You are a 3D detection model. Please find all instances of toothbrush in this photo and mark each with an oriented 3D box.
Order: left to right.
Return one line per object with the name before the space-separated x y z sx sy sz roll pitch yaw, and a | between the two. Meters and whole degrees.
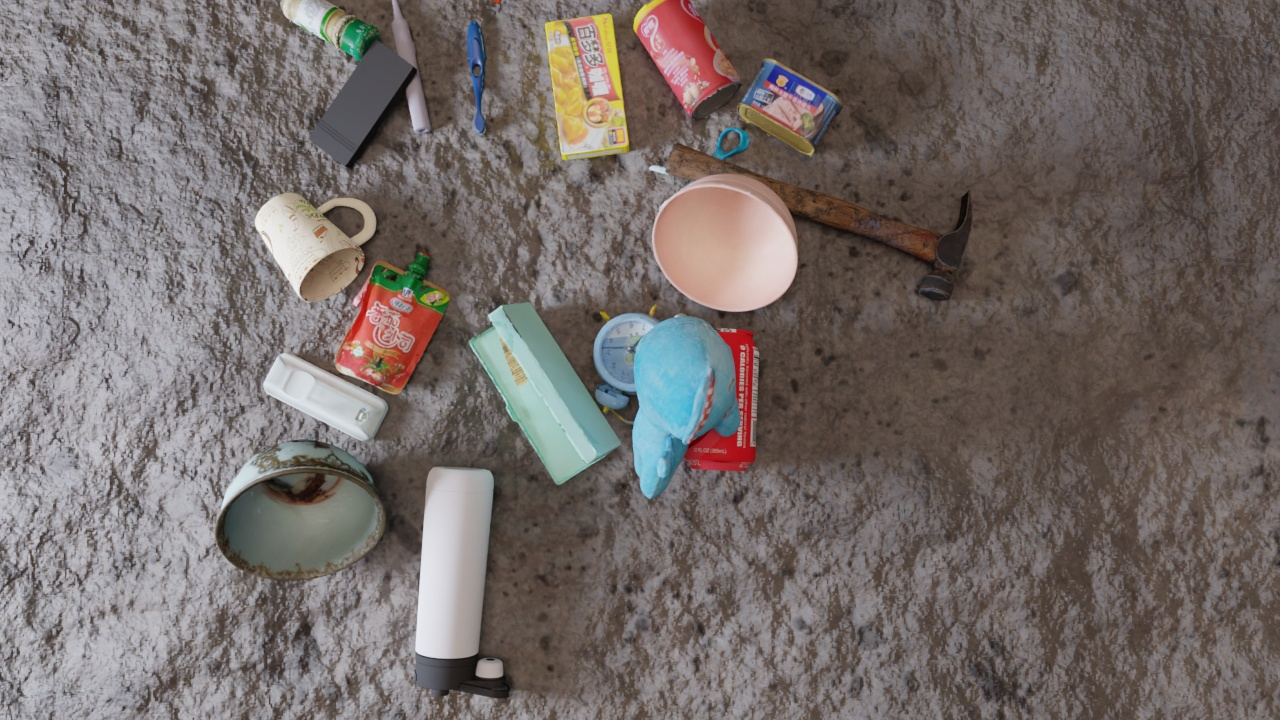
toothbrush | -0.261 -0.345 1.023 0.019 0.018 0.188 -13 84 2
toothbrush | -0.181 -0.314 1.020 0.021 0.016 0.132 -5 82 1

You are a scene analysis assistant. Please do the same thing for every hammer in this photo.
hammer | 0.189 -0.172 0.979 0.330 0.033 0.120 19 82 0

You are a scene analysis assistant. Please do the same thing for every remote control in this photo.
remote control | -0.340 0.039 0.988 0.133 0.022 0.050 26 86 4
remote control | -0.306 -0.282 1.011 0.058 0.013 0.133 38 95 9

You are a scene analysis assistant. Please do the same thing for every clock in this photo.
clock | -0.006 0.006 0.966 0.089 0.051 0.124 -6 88 1

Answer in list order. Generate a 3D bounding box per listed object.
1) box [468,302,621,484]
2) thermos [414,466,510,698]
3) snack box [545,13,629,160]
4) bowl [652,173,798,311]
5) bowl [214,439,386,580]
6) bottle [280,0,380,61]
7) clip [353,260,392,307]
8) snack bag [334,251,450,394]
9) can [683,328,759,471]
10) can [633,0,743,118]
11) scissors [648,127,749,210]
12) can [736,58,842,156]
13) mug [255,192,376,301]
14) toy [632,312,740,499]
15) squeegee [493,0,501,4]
box | -0.112 0.039 0.968 0.092 0.077 0.188 -36 85 22
thermos | -0.177 0.228 0.948 0.101 0.068 0.230 5 86 -11
snack box | -0.058 -0.300 1.008 0.075 0.025 0.152 -7 85 1
bowl | 0.094 -0.132 0.946 0.153 0.153 0.075 22 45 4
bowl | -0.345 0.137 0.934 0.160 0.160 0.093 -24 44 0
bottle | -0.344 -0.374 1.017 0.110 0.042 0.042 30 86 5
clip | -0.286 -0.077 0.999 0.060 0.023 0.043 -43 89 -1
snack bag | -0.263 -0.046 0.988 0.087 0.044 0.155 26 81 -15
can | 0.083 0.042 0.948 0.074 0.074 0.142 2 85 2
can | 0.051 -0.328 0.987 0.066 0.067 0.124 -31 85 -1
scissors | 0.077 -0.192 1.000 0.130 0.014 0.117 -33 86 -2
can | 0.158 -0.271 0.985 0.100 0.054 0.059 32 88 5
mug | -0.343 -0.137 0.988 0.121 0.081 0.097 -38 77 -23
toy | 0.042 0.047 0.868 0.114 0.183 0.181 7 114 -12
squeegee | -0.026 -0.464 1.009 0.185 0.055 0.249 28 86 -7
